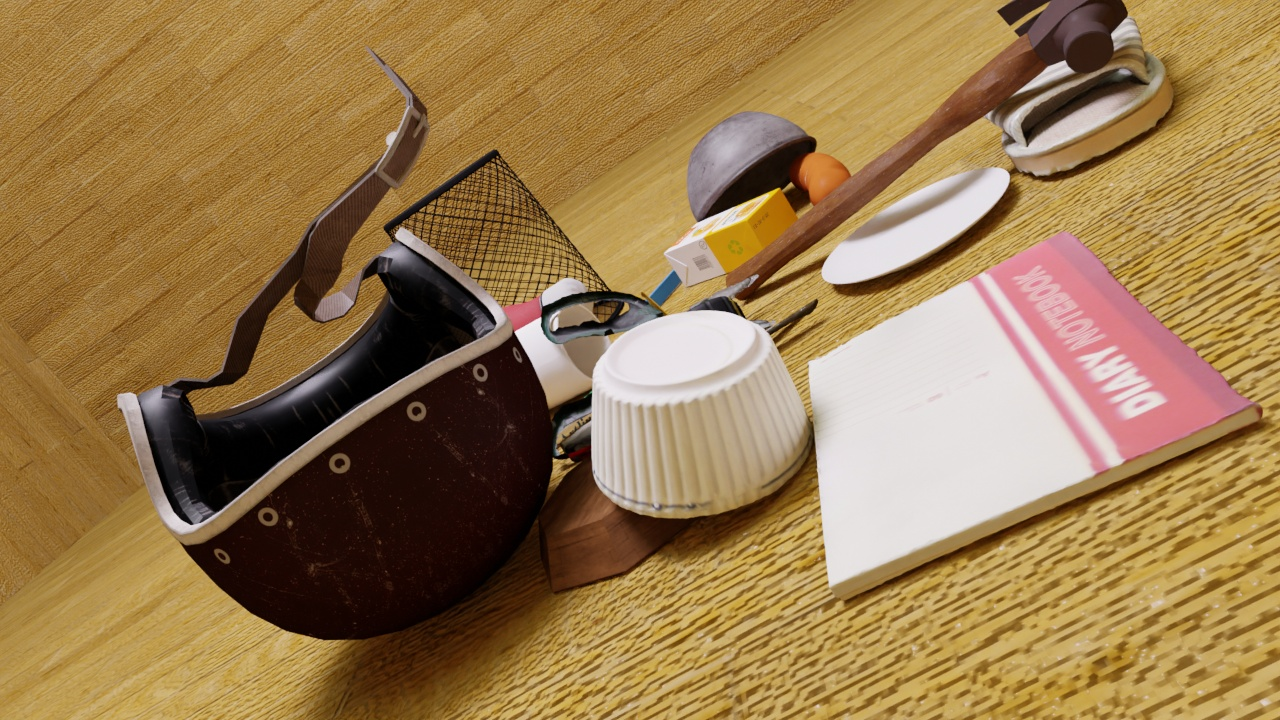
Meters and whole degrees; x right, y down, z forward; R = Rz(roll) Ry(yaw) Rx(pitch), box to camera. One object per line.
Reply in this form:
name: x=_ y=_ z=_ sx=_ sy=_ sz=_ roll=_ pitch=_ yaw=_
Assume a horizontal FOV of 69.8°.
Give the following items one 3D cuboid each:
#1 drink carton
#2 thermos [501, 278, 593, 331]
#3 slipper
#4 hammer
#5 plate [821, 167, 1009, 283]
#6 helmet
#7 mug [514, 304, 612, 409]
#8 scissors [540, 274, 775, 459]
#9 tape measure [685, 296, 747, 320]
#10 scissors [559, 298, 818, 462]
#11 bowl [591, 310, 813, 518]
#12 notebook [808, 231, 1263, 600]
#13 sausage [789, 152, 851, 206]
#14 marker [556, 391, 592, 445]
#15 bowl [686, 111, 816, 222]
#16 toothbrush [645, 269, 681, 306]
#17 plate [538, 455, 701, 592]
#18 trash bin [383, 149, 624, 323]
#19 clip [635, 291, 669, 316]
drink carton: x=0.082 y=-0.112 z=0.858 sx=0.123 sy=0.040 sz=0.058 roll=-15 pitch=25 yaw=52
thermos: x=-0.144 y=-0.007 z=0.884 sx=0.240 sy=0.073 sz=0.073 roll=-29 pitch=16 yaw=26
slipper: x=0.296 y=-0.198 z=0.651 sx=0.115 sy=0.054 sz=0.271 roll=-22 pitch=19 yaw=26
hammer: x=0.180 y=-0.142 z=0.645 sx=0.324 sy=0.033 sz=0.115 roll=-39 pitch=21 yaw=35
plate: x=0.185 y=-0.087 z=0.618 sx=0.135 sy=0.011 sz=0.134 roll=-32 pitch=15 yaw=10
helmet: x=-0.167 y=0.028 z=0.541 sx=0.233 sy=0.253 sz=0.234 roll=-36 pitch=-10 yaw=-20
mug: x=-0.071 y=0.001 z=0.805 sx=0.091 sy=0.073 sz=0.110 roll=-26 pitch=-9 yaw=29
scissors: x=-0.002 y=0.004 z=0.669 sx=0.207 sy=0.015 sz=0.179 roll=-3 pitch=52 yaw=28
tape measure: x=0.041 y=-0.019 z=0.615 sx=0.061 sy=0.034 sz=0.062 roll=-27 pitch=-10 yaw=-2
scissors: x=0.023 y=0.019 z=0.599 sx=0.187 sy=0.015 sz=0.178 roll=-38 pitch=-10 yaw=39
bowl: x=0.025 y=0.019 z=0.462 sx=0.115 sy=0.062 sz=0.115 roll=-11 pitch=27 yaw=6
notebook: x=0.146 y=0.010 z=0.405 sx=0.153 sy=0.012 sz=0.208 roll=-29 pitch=16 yaw=19
sausage: x=0.168 y=-0.167 z=0.846 sx=0.044 sy=0.039 sz=0.164 roll=-37 pitch=14 yaw=13
marker: x=-0.068 y=0.058 z=0.703 sx=0.145 sy=0.017 sz=0.017 roll=-38 pitch=15 yaw=-14
bowl: x=0.100 y=-0.201 z=0.935 sx=0.145 sy=0.067 sz=0.145 roll=-33 pitch=-11 yaw=-7
toothbrush: x=0.035 y=-0.085 z=0.923 sx=0.014 sy=0.016 sz=0.166 roll=-20 pitch=21 yaw=43
plate: x=-0.010 y=0.073 z=0.515 sx=0.131 sy=0.025 sz=0.131 roll=-32 pitch=15 yaw=10
trash bin: x=-0.153 y=-0.097 z=0.985 sx=0.184 sy=0.210 sz=0.184 roll=-32 pitch=15 yaw=10
clip: x=0.009 y=-0.026 z=0.762 sx=0.037 sy=0.053 sz=0.046 roll=-44 pitch=-13 yaw=-21
